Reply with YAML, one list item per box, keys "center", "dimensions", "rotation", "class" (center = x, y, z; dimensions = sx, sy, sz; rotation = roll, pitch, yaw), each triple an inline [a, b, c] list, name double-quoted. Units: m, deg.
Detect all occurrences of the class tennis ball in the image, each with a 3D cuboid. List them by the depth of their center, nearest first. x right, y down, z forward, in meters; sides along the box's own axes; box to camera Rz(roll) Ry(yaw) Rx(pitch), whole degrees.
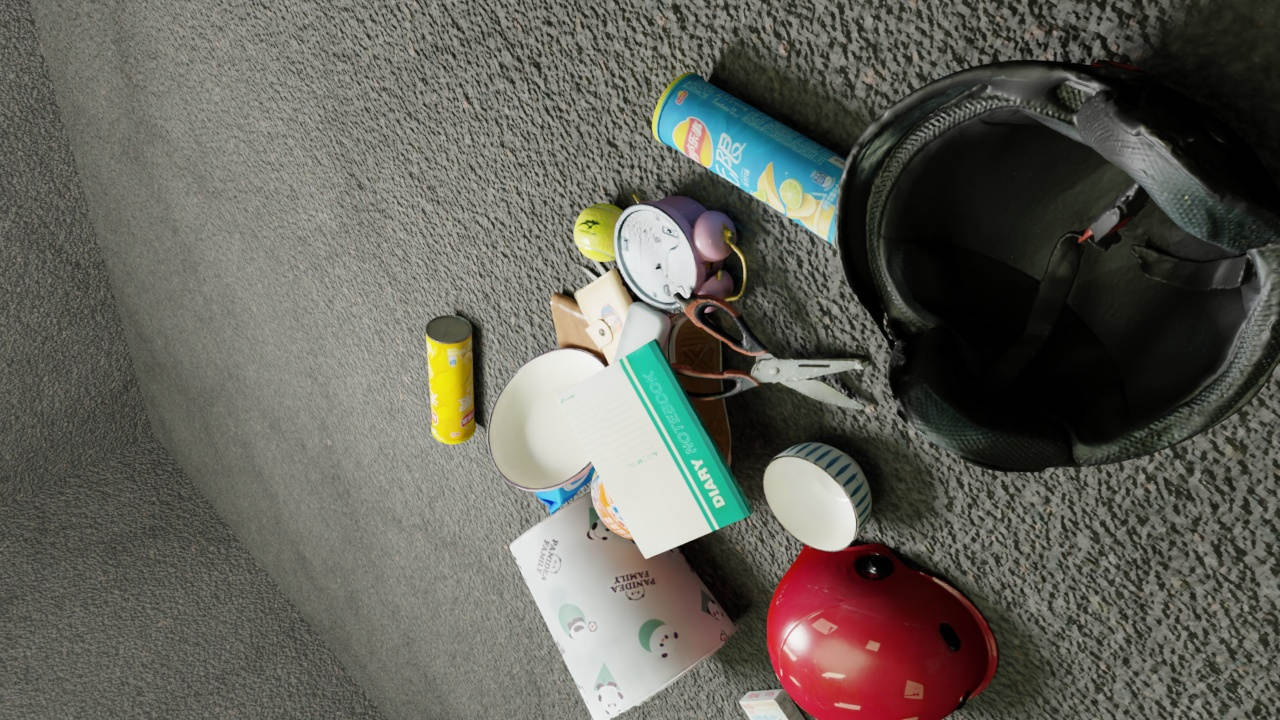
- center: [-0.041, -0.143, 1.024]
  dimensions: [0.065, 0.065, 0.066]
  rotation: [28, 134, 33]
  class: "tennis ball"

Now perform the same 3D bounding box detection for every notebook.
- center: [0.012, 0.099, 0.987]
  dimensions: [0.151, 0.012, 0.209]
  rotation: [-30, 89, 32]
  class: "notebook"

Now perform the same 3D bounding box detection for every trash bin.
- center: [-0.032, 0.306, 1.220]
  dimensions: [0.252, 0.228, 0.230]
  rotation: [58, 144, 9]
  class: "trash bin"

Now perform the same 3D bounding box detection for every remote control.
- center: [-0.006, 0.006, 1.003]
  dimensions: [0.056, 0.020, 0.136]
  rotation: [31, 112, 38]
  class: "remote control"

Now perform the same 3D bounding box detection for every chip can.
- center: [0.110, -0.181, 0.821]
  dimensions: [0.210, 0.071, 0.071]
  rotation: [37, 139, 24]
  class: "chip can"
- center: [-0.294, 0.032, 1.431]
  dimensions: [0.072, 0.071, 0.214]
  rotation: [34, 136, 28]
  class: "chip can"

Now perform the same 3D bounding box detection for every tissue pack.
- center: [-0.106, 0.134, 1.273]
  dimensions: [0.052, 0.094, 0.157]
  rotation: [17, 128, 34]
  class: "tissue pack"

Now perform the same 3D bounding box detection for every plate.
- center: [-0.106, 0.078, 1.164]
  dimensions: [0.192, 0.192, 0.039]
  rotation: [24, 170, 37]
  class: "plate"

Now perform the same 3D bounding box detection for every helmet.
- center: [0.269, -0.069, 0.594]
  dimensions: [0.275, 0.229, 0.234]
  rotation: [43, 126, 17]
  class: "helmet"
- center: [0.236, 0.312, 0.980]
  dimensions: [0.240, 0.143, 0.207]
  rotation: [4, 117, 46]
  class: "helmet"

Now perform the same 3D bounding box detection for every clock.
- center: [0.046, -0.110, 0.955]
  dimensions: [0.158, 0.059, 0.117]
  rotation: [28, 133, 36]
  class: "clock"

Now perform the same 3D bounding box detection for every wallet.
- center: [-0.033, -0.043, 1.096]
  dimensions: [0.087, 0.024, 0.115]
  rotation: [-26, 93, 47]
  class: "wallet"
- center: [-0.070, -0.024, 1.181]
  dimensions: [0.101, 0.020, 0.115]
  rotation: [26, 136, 33]
  class: "wallet"

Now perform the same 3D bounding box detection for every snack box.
- center: [0.208, 0.523, 1.254]
  dimensions: [0.157, 0.026, 0.085]
  rotation: [57, 144, 1]
  class: "snack box"

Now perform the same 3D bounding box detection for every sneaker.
- center: [0.044, 0.062, 1.041]
  dimensions: [0.088, 0.118, 0.241]
  rotation: [-162, 69, -63]
  class: "sneaker"

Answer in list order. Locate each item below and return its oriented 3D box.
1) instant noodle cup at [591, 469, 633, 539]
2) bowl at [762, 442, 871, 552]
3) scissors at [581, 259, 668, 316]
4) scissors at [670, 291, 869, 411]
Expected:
- center: [0.013, 0.151, 1.115]
  dimensions: [0.151, 0.151, 0.112]
  rotation: [55, 152, 3]
  class: "instant noodle cup"
- center: [0.192, 0.134, 0.959]
  dimensions: [0.116, 0.066, 0.117]
  rotation: [29, 136, 32]
  class: "bowl"
- center: [-0.014, -0.055, 1.102]
  dimensions: [0.170, 0.012, 0.144]
  rotation: [25, 132, 38]
  class: "scissors"
- center: [0.114, 0.002, 0.929]
  dimensions: [0.224, 0.015, 0.189]
  rotation: [48, 121, -3]
  class: "scissors"
